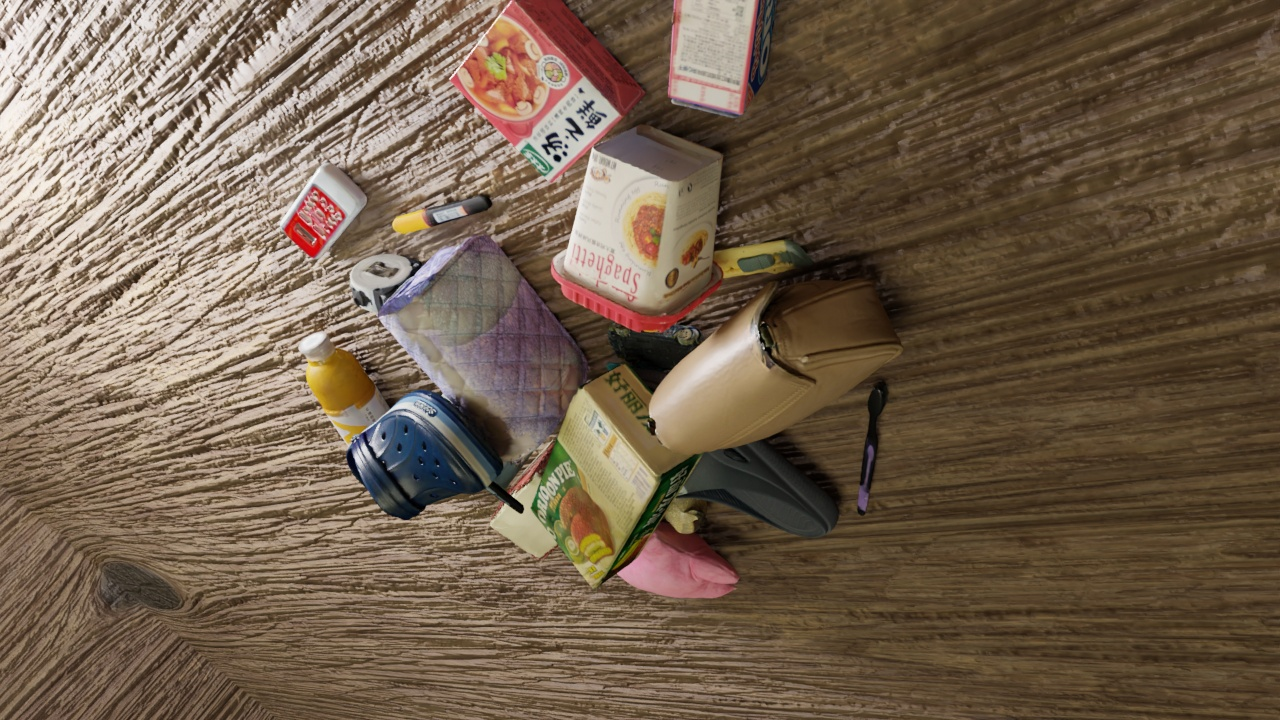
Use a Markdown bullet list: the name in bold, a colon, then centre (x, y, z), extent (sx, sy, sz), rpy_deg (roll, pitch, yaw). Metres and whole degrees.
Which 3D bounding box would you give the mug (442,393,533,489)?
- **mug**: centre (-0.162, 0.067, 0.991), extent (0.084, 0.103, 0.124), rpy_deg (-20, 117, 44)

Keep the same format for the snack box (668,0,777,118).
- **snack box**: centre (0.056, -0.256, 0.561), extent (0.058, 0.057, 0.208), rpy_deg (18, 138, 13)

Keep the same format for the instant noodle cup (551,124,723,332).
- **instant noodle cup**: centre (0.004, -0.104, 0.707), extent (0.116, 0.116, 0.124), rpy_deg (26, 129, 22)

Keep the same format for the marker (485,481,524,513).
- **marker**: centre (-0.171, 0.122, 0.958), extent (0.124, 0.015, 0.018), rpy_deg (39, 144, -6)

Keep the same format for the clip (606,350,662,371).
- **clip**: centre (-0.004, 0.003, 0.887), extent (0.055, 0.038, 0.013), rpy_deg (13, 139, 13)

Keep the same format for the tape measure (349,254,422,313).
- **tape measure**: centre (-0.261, -0.079, 0.936), extent (0.066, 0.065, 0.034), rpy_deg (14, 132, 18)

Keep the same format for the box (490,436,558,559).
- **box**: centre (-0.113, 0.170, 1.081), extent (0.091, 0.079, 0.169), rpy_deg (36, 139, -6)

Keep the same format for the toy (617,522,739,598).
- **toy**: centre (0.033, 0.235, 1.059), extent (0.178, 0.074, 0.195), rpy_deg (29, 155, -20)

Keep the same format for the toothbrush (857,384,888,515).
- **toothbrush**: centre (0.211, 0.086, 0.843), extent (0.014, 0.016, 0.189), rpy_deg (25, 144, 27)

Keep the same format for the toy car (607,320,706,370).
- **toy car**: centre (0.020, -0.015, 0.845), extent (0.106, 0.031, 0.049), rpy_deg (11, 140, 25)

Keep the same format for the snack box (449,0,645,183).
- **snack box**: centre (-0.079, -0.205, 0.708), extent (0.113, 0.044, 0.127), rpy_deg (44, 139, -13)

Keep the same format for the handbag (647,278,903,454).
- **handbag**: centre (0.101, 0.004, 0.736), extent (0.205, 0.147, 0.099), rpy_deg (-43, 64, 48)

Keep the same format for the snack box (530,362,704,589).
- **snack box**: centre (-0.031, 0.118, 0.886), extent (0.114, 0.063, 0.241), rpy_deg (48, 144, 19)

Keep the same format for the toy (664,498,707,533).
- **toy**: centre (0.002, 0.135, 0.994), extent (0.157, 0.066, 0.105), rpy_deg (26, 170, 14)

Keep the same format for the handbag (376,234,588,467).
- **handbag**: centre (-0.145, -0.012, 0.876), extent (0.076, 0.133, 0.194), rpy_deg (-16, 120, 41)

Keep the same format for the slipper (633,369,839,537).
- **slipper**: centre (0.073, 0.106, 0.881), extent (0.268, 0.083, 0.111), rpy_deg (37, 153, -11)

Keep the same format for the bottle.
- **bottle**: centre (-0.353, 0.049, 1.122), extent (0.068, 0.067, 0.190), rpy_deg (3, 132, 31)

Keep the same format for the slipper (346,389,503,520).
- **slipper**: centre (-0.233, 0.101, 0.894), extent (0.253, 0.095, 0.105), rpy_deg (-15, 119, 52)

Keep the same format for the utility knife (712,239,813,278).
- **utility knife**: centre (0.071, -0.079, 0.765), extent (0.152, 0.018, 0.031), rpy_deg (-4, 122, 41)

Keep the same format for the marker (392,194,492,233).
- **marker**: centre (-0.188, -0.139, 0.870), extent (0.124, 0.015, 0.018), rpy_deg (-7, 128, 34)

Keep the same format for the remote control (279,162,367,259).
- **remote control**: centre (-0.328, -0.151, 0.942), extent (0.056, 0.020, 0.136), rpy_deg (46, 139, -14)
